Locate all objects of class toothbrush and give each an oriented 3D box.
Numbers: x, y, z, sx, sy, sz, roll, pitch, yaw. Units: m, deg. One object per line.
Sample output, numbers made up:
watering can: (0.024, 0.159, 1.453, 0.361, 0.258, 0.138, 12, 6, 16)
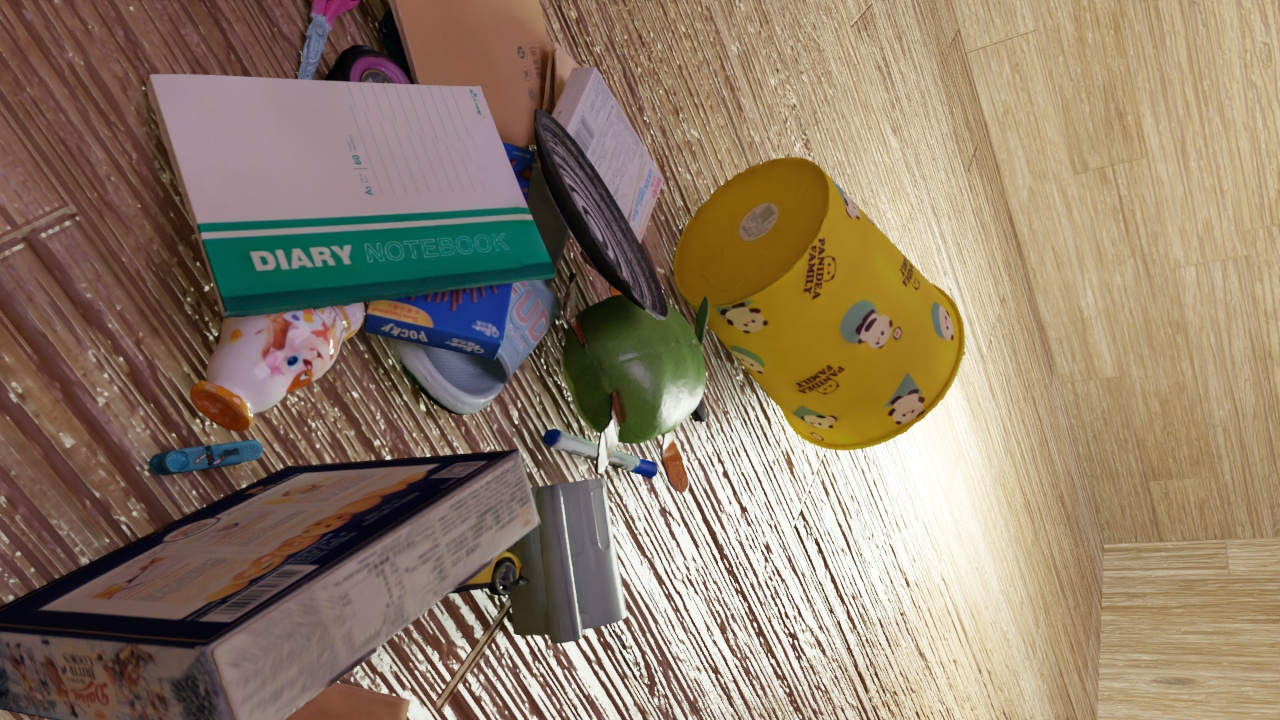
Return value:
toothbrush: (0.022, -0.016, 0.899, 0.014, 0.016, 0.189, -46, 117, -40)

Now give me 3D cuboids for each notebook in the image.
notebook: (-0.119, -0.238, 0.719, 0.207, 0.008, 0.148, -40, 119, -60)
notebook: (-0.162, -0.104, 0.548, 0.208, 0.012, 0.150, -12, 72, -40)

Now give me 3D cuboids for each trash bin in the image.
trash bin: (0.181, -0.063, 0.971, 0.255, 0.230, 0.229, 40, 50, -37)

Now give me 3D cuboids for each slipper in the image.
slipper: (-0.097, -0.061, 0.676, 0.104, 0.074, 0.244, 55, 39, -34)

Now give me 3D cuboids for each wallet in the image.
wallet: (-0.187, 0.231, 0.515, 0.115, 0.020, 0.101, 37, 53, -42)
wallet: (-0.049, -0.225, 0.823, 0.115, 0.024, 0.087, 22, 63, -60)

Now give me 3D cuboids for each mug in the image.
mug: (-0.056, 0.139, 0.653, 0.124, 0.083, 0.103, 107, -25, -81)

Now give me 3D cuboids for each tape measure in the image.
tape measure: (-0.183, -0.175, 0.611, 0.058, 0.039, 0.057, 39, 54, -38)
tape measure: (-0.164, -0.230, 0.664, 0.058, 0.025, 0.054, 59, 34, -41)

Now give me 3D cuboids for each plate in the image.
plate: (-0.034, -0.104, 0.682, 0.179, 0.024, 0.179, 57, 12, -20)

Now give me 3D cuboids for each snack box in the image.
snack box: (-0.030, -0.173, 0.807, 0.157, 0.027, 0.084, 49, 56, -54)
snack box: (-0.122, -0.082, 0.601, 0.084, 0.026, 0.156, 13, 62, -15)
snack box: (-0.170, 0.098, 0.425, 0.177, 0.183, 0.046, -32, 110, -55)

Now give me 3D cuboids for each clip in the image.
clip: (-0.232, 0.052, 0.492, 0.056, 0.043, 0.014, -6, 84, -56)

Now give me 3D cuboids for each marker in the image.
marker: (-0.032, 0.081, 0.786, 0.145, 0.017, 0.016, 26, 61, -51)

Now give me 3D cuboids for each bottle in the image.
bottle: (-0.203, -0.011, 0.514, 0.063, 0.063, 0.108, 56, 41, -31)

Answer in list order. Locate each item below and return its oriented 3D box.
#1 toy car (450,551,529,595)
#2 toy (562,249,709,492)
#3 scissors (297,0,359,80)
toy car: (-0.135, 0.130, 0.572, 0.155, 0.071, 0.041, 15, 73, -56)
toy: (-0.005, 0.005, 0.770, 0.246, 0.090, 0.227, -9, 82, -67)
scissors: (-0.210, -0.219, 0.604, 0.057, 0.017, 0.133, 35, 57, -59)
